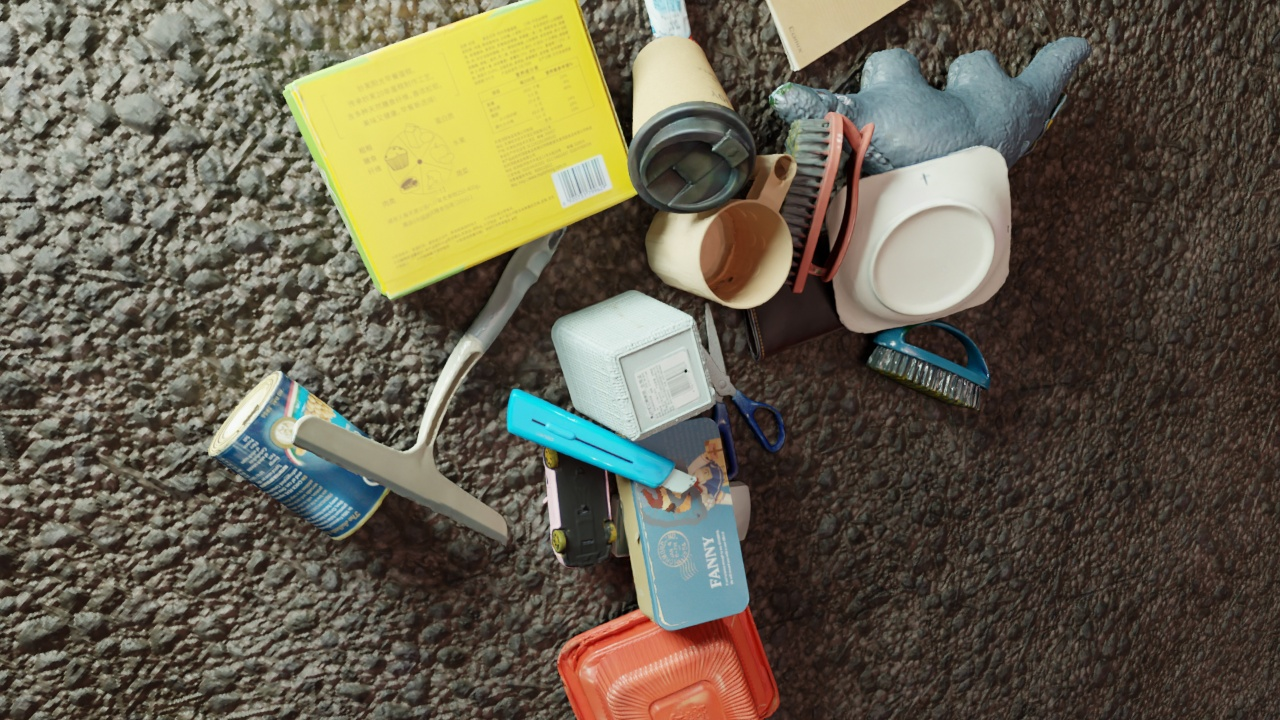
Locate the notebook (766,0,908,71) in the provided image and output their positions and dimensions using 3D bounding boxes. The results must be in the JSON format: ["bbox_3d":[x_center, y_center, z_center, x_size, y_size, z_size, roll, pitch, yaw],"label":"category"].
[{"bbox_3d":[0.184,-0.368,0.789,0.211,0.012,0.149,-35,112,-14],"label":"notebook"}]

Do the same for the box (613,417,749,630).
[{"bbox_3d":[0.033,0.141,0.781,0.089,0.059,0.184,-11,86,-19],"label":"box"}]

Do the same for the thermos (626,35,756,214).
[{"bbox_3d":[0.032,-0.179,0.685,0.093,0.143,0.093,-4,139,-4],"label":"thermos"}]

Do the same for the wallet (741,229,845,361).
[{"bbox_3d":[0.146,-0.062,0.839,0.122,0.020,0.096,-21,110,-21],"label":"wallet"}]

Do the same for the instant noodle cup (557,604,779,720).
[{"bbox_3d":[0.032,0.300,0.828,0.188,0.079,0.164,-23,108,-5],"label":"instant noodle cup"}]

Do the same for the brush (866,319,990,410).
[{"bbox_3d":[0.287,-0.002,0.895,0.143,0.055,0.073,19,94,-27],"label":"brush"}]

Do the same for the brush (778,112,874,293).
[{"bbox_3d":[0.144,-0.131,0.752,0.069,0.063,0.146,6,123,-6],"label":"brush"}]

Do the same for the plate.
[{"bbox_3d":[0.249,-0.095,0.802,0.164,0.034,0.164,-15,126,3],"label":"plate"}]

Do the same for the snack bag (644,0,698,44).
[{"bbox_3d":[0.018,-0.285,0.723,0.045,0.026,0.105,-19,108,-10],"label":"snack bag"}]

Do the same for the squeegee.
[{"bbox_3d":[-0.127,-0.007,0.708,0.246,0.039,0.246,-63,145,-12],"label":"squeegee"}]

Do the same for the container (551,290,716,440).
[{"bbox_3d":[-0.004,0.004,0.733,0.089,0.111,0.090,-23,110,-18],"label":"container"}]

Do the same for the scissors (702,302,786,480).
[{"bbox_3d":[0.085,0.028,0.834,0.146,0.012,0.169,4,101,-24],"label":"scissors"}]

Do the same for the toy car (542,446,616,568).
[{"bbox_3d":[-0.053,0.115,0.780,0.056,0.037,0.122,-6,92,-26],"label":"toy car"}]

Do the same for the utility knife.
[{"bbox_3d":[-0.031,0.069,0.731,0.166,0.018,0.034,24,84,-12],"label":"utility knife"}]

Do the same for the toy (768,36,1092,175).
[{"bbox_3d":[0.268,-0.212,0.819,0.355,0.091,0.138,-12,104,-22],"label":"toy"}]

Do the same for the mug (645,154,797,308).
[{"bbox_3d":[0.068,-0.109,0.743,0.084,0.103,0.124,22,92,-27],"label":"mug"}]

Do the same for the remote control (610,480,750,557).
[{"bbox_3d":[0.037,0.143,0.834,0.135,0.019,0.056,-2,102,-22],"label":"remote control"}]

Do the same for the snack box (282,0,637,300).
[{"bbox_3d":[-0.124,-0.158,0.664,0.209,0.070,0.158,-26,112,-17],"label":"snack box"}]

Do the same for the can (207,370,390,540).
[{"bbox_3d":[-0.241,0.068,0.660,0.111,0.075,0.075,43,83,-26],"label":"can"}]
